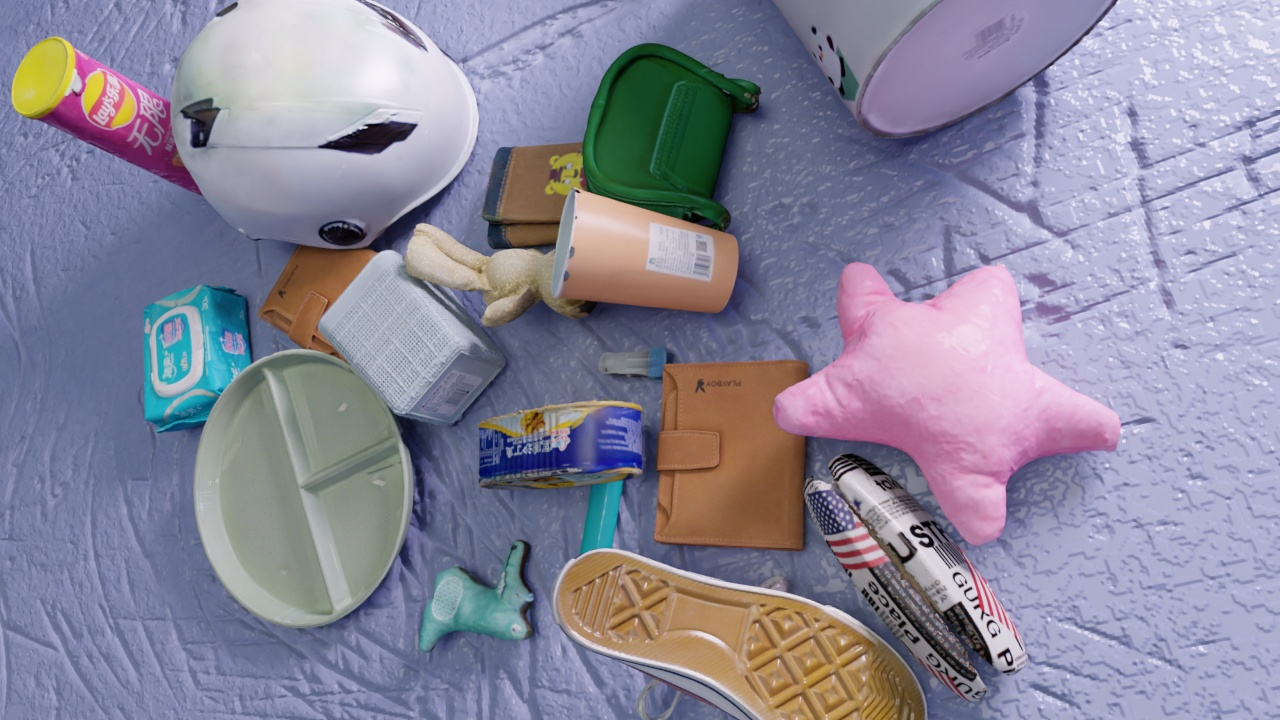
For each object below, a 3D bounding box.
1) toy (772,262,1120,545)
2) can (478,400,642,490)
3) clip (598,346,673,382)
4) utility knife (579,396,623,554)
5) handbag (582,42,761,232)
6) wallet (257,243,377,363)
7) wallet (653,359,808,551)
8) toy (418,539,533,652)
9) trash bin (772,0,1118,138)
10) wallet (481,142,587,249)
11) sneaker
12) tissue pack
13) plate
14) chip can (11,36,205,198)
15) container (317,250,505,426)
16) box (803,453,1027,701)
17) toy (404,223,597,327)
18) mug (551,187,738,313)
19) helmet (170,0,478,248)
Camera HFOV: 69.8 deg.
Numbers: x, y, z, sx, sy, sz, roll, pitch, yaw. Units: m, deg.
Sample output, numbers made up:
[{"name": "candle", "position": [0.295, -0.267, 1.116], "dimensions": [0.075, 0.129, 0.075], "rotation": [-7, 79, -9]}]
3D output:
[{"name": "toy", "position": [0.200, 0.012, 0.573], "dimensions": [0.195, 0.075, 0.178], "rotation": [29, 75, 16]}, {"name": "can", "position": [-0.060, 0.064, 0.663], "dimensions": [0.148, 0.074, 0.049], "rotation": [-13, 73, 42]}, {"name": "clip", "position": [-0.004, 0.004, 0.697], "dimensions": [0.058, 0.038, 0.026], "rotation": [0, 78, 22]}, {"name": "utility knife", "position": [-0.028, 0.106, 0.683], "dimensions": [0.029, 0.013, 0.157], "rotation": [6, 82, 28]}, {"name": "handbag", "position": [0.021, -0.164, 0.690], "dimensions": [0.120, 0.068, 0.131], "rotation": [12, 77, 6]}, {"name": "wallet", "position": [-0.278, -0.052, 0.826], "dimensions": [0.131, 0.035, 0.119], "rotation": [27, 83, 28]}, {"name": "wallet", "position": [0.063, 0.065, 0.644], "dimensions": [0.108, 0.031, 0.131], "rotation": [-1, 75, 22]}, {"name": "toy", "position": [-0.118, 0.181, 0.696], "dimensions": [0.092, 0.030, 0.096], "rotation": [7, 72, 20]}, {"name": "trash bin", "position": [0.168, -0.301, 0.595], "dimensions": [0.230, 0.229, 0.251], "rotation": [-28, 73, 15]}, {"name": "wallet", "position": [-0.070, -0.137, 0.755], "dimensions": [0.115, 0.033, 0.090], "rotation": [1, 76, 21]}, {"name": "sneaker", "position": [0.058, 0.186, 0.583], "dimensions": [0.241, 0.088, 0.118], "rotation": [20, 73, 3]}, {"name": "tissue pack", "position": [-0.418, -0.001, 0.862], "dimensions": [0.093, 0.050, 0.133], "rotation": [-20, 70, 17]}, {"name": "plate", "position": [-0.283, 0.105, 0.769], "dimensions": [0.231, 0.027, 0.230], "rotation": [-2, 85, 24]}, {"name": "chip can", "position": [-0.447, -0.208, 0.839], "dimensions": [0.071, 0.210, 0.071], "rotation": [-6, 75, 23]}, {"name": "container", "position": [-0.180, -0.013, 0.739], "dimensions": [0.090, 0.090, 0.111], "rotation": [-48, 66, 6]}, {"name": "box", "position": [0.155, 0.136, 0.566], "dimensions": [0.082, 0.075, 0.163], "rotation": [-45, 65, 20]}, {"name": "toy", "position": [-0.106, -0.071, 0.713], "dimensions": [0.157, 0.105, 0.066], "rotation": [14, 121, 6]}, {"name": "mug", "position": [0.004, -0.073, 0.655], "dimensions": [0.122, 0.078, 0.078], "rotation": [9, 78, -12]}, {"name": "helmet", "position": [-0.284, -0.224, 0.783], "dimensions": [0.259, 0.146, 0.228], "rotation": [-1, 74, 11]}]
